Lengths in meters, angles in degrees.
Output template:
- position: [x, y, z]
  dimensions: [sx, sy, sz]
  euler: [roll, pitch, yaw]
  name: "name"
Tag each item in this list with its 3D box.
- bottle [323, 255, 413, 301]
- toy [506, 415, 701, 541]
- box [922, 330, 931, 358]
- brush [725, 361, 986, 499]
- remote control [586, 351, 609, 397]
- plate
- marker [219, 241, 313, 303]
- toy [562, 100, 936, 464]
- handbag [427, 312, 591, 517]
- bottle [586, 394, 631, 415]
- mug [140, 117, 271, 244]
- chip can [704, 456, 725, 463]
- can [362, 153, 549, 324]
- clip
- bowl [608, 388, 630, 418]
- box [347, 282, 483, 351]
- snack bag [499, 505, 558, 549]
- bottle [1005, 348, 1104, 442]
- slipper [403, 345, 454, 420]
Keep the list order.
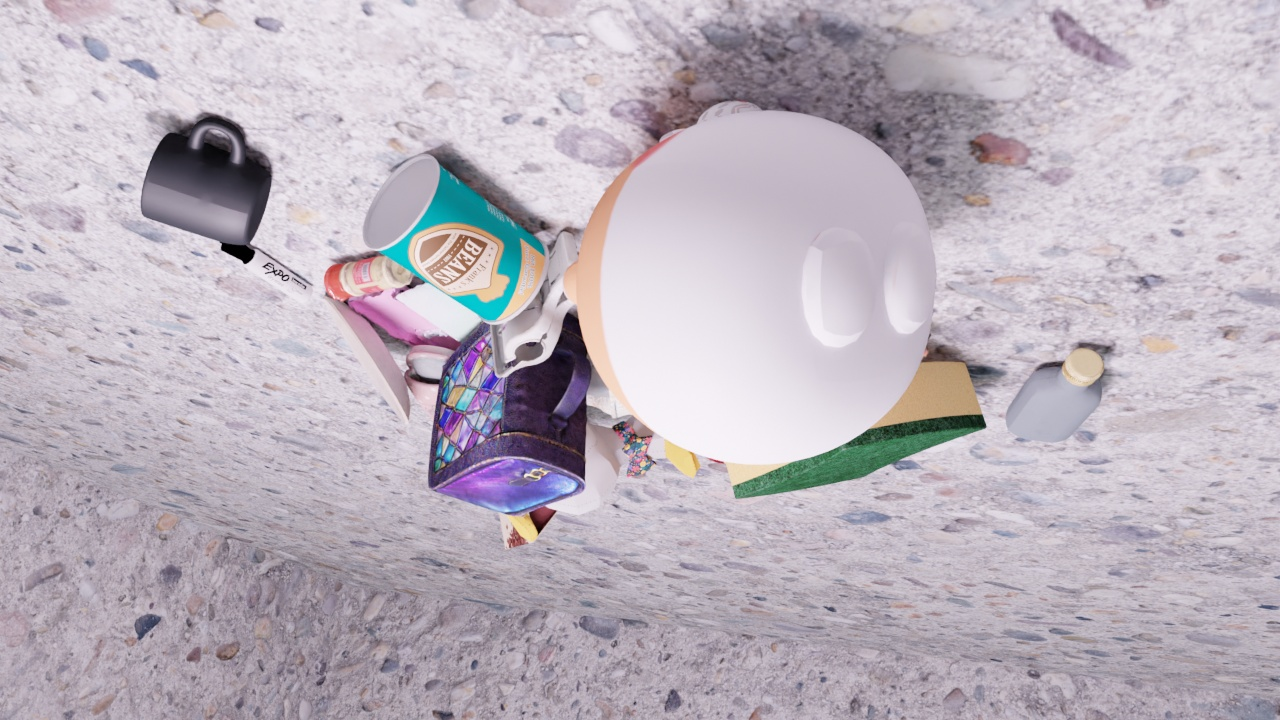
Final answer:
- position: [-0.305, -0.095, 1.029]
  dimensions: [0.109, 0.044, 0.044]
  euler: [-7, 150, 33]
  name: "bottle"
- position: [-0.070, 0.119, 1.223]
  dimensions: [0.247, 0.267, 0.141]
  euler: [41, 154, 35]
  name: "toy"
- position: [0.227, -0.052, 0.886]
  dimensions: [0.186, 0.053, 0.058]
  euler: [34, 179, -38]
  name: "box"
- position: [0.231, 0.082, 1.032]
  dimensions: [0.194, 0.075, 0.251]
  euler: [-5, 162, -27]
  name: "brush"
- position: [-0.030, 0.015, 1.120]
  dimensions: [0.114, 0.060, 0.028]
  euler: [0, 162, 16]
  name: "remote control"
- position: [-0.334, -0.006, 1.151]
  dimensions: [0.188, 0.027, 0.189]
  euler: [48, 161, 23]
  name: "plate"
- position: [-0.440, -0.108, 1.079]
  dimensions: [0.025, 0.025, 0.126]
  euler: [-4, 151, 31]
  name: "marker"
- position: [0.075, -0.060, 0.695]
  dimensions: [0.262, 0.266, 0.281]
  euler: [-10, -168, -37]
  name: "toy"
- position: [-0.134, 0.057, 1.047]
  dimensions: [0.125, 0.204, 0.223]
  euler: [26, 138, -34]
  name: "handbag"
- position: [-0.034, 0.039, 1.169]
  dimensions: [0.109, 0.063, 0.063]
  euler: [4, 154, 16]
  name: "bottle"
- position: [-0.406, -0.174, 0.870]
  dimensions: [0.094, 0.085, 0.122]
  euler: [18, 126, -16]
  name: "mug"
- position: [0.090, 0.047, 1.108]
  dimensions: [0.087, 0.086, 0.213]
  euler: [4, 154, 16]
  name: "chip can"
- position: [-0.171, -0.111, 0.865]
  dimensions: [0.099, 0.099, 0.144]
  euler: [-10, 148, 39]
  name: "can"
- position: [-0.106, -0.066, 0.926]
  dimensions: [0.148, 0.124, 0.081]
  euler: [-36, 138, 27]
  name: "clip"
- position: [-0.006, 0.006, 1.044]
  dimensions: [0.062, 0.115, 0.115]
  euler: [-5, 155, 0]
  name: "bowl"
- position: [-0.224, -0.034, 1.130]
  dimensions: [0.159, 0.035, 0.230]
  euler: [-5, 150, 35]
  name: "box"
- position: [-0.151, 0.167, 1.324]
  dimensions: [0.070, 0.206, 0.095]
  euler: [23, 153, -24]
  name: "snack bag"
- position: [0.446, 0.037, 0.976]
  dimensions: [0.072, 0.046, 0.161]
  euler: [7, 155, 9]
  name: "bottle"
- position: [-0.235, 0.064, 1.234]
  dimensions: [0.114, 0.054, 0.274]
  euler: [3, 151, 17]
  name: "slipper"
